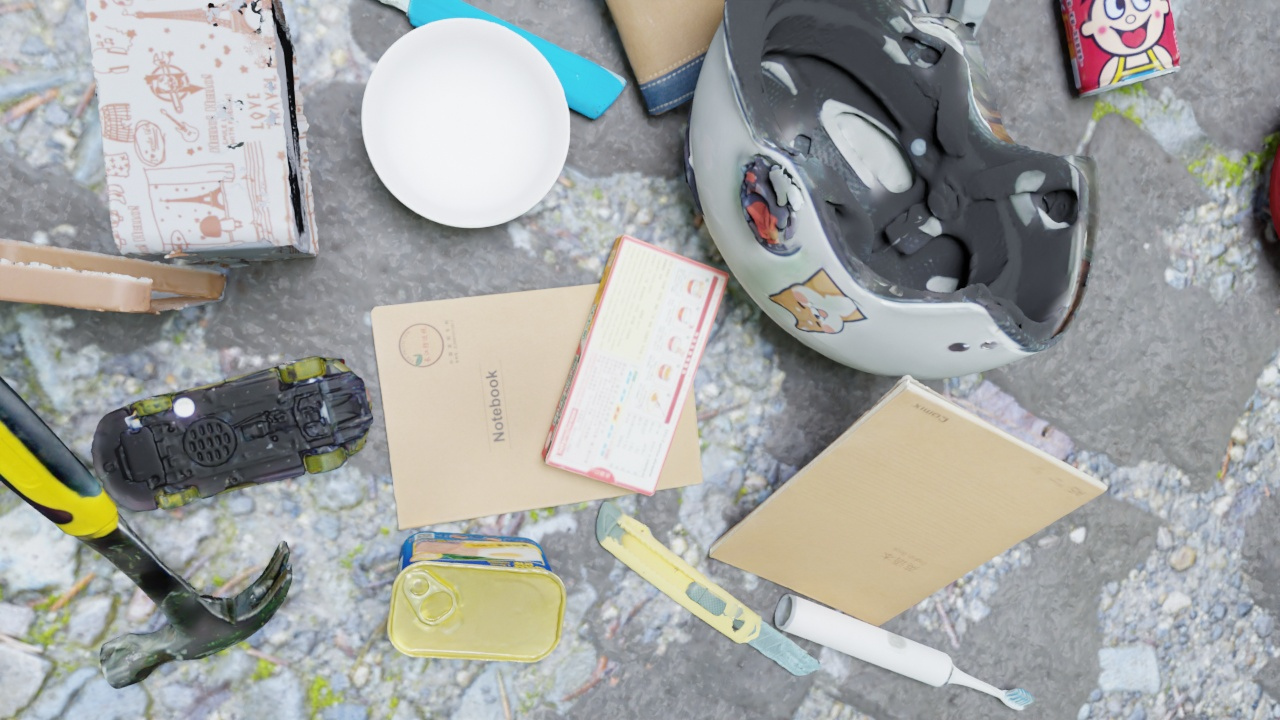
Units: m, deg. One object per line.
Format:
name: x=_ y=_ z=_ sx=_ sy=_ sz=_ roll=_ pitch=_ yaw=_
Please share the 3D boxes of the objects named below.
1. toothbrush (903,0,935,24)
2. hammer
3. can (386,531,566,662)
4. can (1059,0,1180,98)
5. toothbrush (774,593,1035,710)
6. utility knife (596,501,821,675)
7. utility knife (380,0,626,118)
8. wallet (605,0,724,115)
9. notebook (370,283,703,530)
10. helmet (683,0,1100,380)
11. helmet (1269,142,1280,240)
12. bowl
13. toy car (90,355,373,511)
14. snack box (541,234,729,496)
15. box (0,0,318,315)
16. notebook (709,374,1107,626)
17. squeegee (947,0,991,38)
toothbrush: x=0.152 y=-0.305 z=0.619 sx=0.027 sy=0.026 sz=0.212 roll=-39 pitch=106 yaw=-47
hammer: x=-0.280 y=0.067 z=0.455 sx=0.126 sy=0.032 sz=0.324 roll=-21 pitch=139 yaw=-9
can: x=-0.103 y=0.144 z=0.573 sx=0.102 sy=0.083 sz=0.057 roll=7 pitch=93 yaw=-13
can: x=0.336 y=-0.240 z=0.646 sx=0.066 sy=0.066 sz=0.094 roll=-17 pitch=98 yaw=-11
toothbrush: x=0.199 y=0.221 z=0.678 sx=0.221 sy=0.026 sz=0.026 roll=24 pitch=45 yaw=-14
utility knife: x=0.048 y=0.167 z=0.649 sx=0.206 sy=0.021 sz=0.031 roll=38 pitch=92 yaw=-18
utility knife: x=-0.106 y=-0.207 z=0.573 sx=0.204 sy=0.018 sz=0.034 roll=23 pitch=78 yaw=-14
wallet: x=0.021 y=-0.225 z=0.578 sx=0.090 sy=0.033 sz=0.115 roll=-33 pitch=119 yaw=-12
notebook: x=-0.064 y=0.026 z=0.610 sx=0.207 sy=0.008 sz=0.148 roll=-7 pitch=97 yaw=-12
helmet: x=0.131 y=-0.099 z=0.562 sx=0.274 sy=0.157 sz=0.229 roll=43 pitch=52 yaw=0
helmet: x=0.570 y=-0.131 z=0.675 sx=0.239 sy=0.144 sz=0.207 roll=10 pitch=93 yaw=-28
bowl: x=-0.106 y=-0.138 z=0.556 sx=0.118 sy=0.065 sz=0.118 roll=-1 pitch=95 yaw=-14
toy car: x=-0.243 y=0.042 z=0.553 sx=0.158 sy=0.042 sz=0.070 roll=-13 pitch=98 yaw=-13
snack box: x=-0.004 y=0.004 z=0.603 sx=0.077 sy=0.027 sz=0.156 roll=19 pitch=91 yaw=-14
box: x=-0.273 y=-0.099 z=0.465 sx=0.193 sy=0.183 sz=0.157 roll=-4 pitch=95 yaw=-16
notebook: x=0.163 y=0.104 z=0.595 sx=0.149 sy=0.012 sz=0.212 roll=26 pitch=133 yaw=-14
squeegee: x=0.241 y=-0.309 z=0.569 sx=0.247 sy=0.250 sz=0.040 roll=5 pitch=49 yaw=-5
